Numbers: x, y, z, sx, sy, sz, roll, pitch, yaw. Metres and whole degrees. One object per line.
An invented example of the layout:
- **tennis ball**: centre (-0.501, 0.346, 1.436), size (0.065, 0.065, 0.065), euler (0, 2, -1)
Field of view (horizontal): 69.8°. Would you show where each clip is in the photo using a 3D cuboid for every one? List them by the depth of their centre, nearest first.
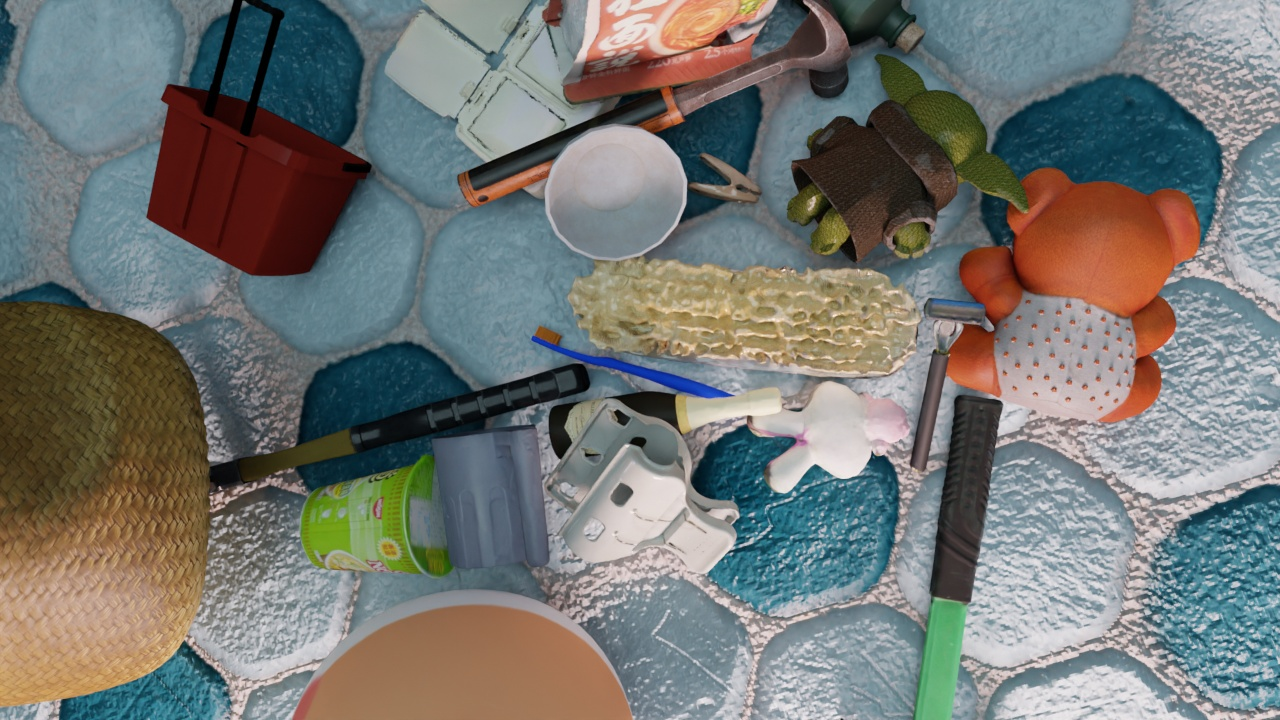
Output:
- **clip**: centre (0.001, 0.116, 0.705), size (0.152, 0.095, 0.126), euler (38, 129, 2)
- **clip**: centre (0.070, -0.150, 0.744), size (0.061, 0.024, 0.041), euler (11, 93, 1)

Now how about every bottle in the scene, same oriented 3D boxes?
- **bottle**: centre (0.164, -0.287, 0.709), size (0.131, 0.061, 0.061), euler (43, 97, 7)
- **bottle**: centre (0.020, 0.045, 0.731), size (0.185, 0.045, 0.045), euler (-9, 87, 12)

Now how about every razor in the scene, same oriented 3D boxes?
- **razor**: centre (0.222, 0.020, 0.693), size (0.043, 0.022, 0.144), euler (8, 116, 8)

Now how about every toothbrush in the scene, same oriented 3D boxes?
- **toothbrush**: centre (-0.004, 0.005, 0.756), size (0.182, 0.016, 0.018), euler (17, 87, 9)

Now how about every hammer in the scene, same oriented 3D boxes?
- **hammer**: centre (0.004, -0.192, 0.695), size (0.315, 0.138, 0.035), euler (-20, 71, 9)
- **hammer**: centre (0.237, 0.186, 0.707), size (0.130, 0.032, 0.318), euler (9, 90, 10)
- **hammer**: centre (-0.205, 0.057, 0.751), size (0.333, 0.118, 0.025), euler (-16, 89, 4)

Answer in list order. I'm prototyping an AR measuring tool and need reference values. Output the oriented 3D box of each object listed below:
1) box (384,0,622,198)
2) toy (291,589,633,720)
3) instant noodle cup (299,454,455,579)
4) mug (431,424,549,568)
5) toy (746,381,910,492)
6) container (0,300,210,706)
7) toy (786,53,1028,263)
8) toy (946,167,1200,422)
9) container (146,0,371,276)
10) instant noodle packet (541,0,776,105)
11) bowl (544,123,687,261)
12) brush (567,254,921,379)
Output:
- **box**: centre (-0.113, -0.242, 0.762), size (0.184, 0.050, 0.143), euler (37, 95, 7)
- **toy**: centre (-0.128, 0.301, 0.643), size (0.265, 0.281, 0.262), euler (-3, 88, -11)
- **instant noodle cup**: centre (-0.214, 0.134, 0.755), size (0.108, 0.098, 0.099), euler (-9, 88, 17)
- **mug**: centre (-0.109, 0.106, 0.724), size (0.083, 0.124, 0.104), euler (-6, 89, -34)
- **toy**: centre (0.148, 0.057, 0.720), size (0.123, 0.038, 0.079), euler (-13, 75, 9)
- **container**: centre (-0.455, 0.109, 0.693), size (0.308, 0.196, 0.307), euler (-2, 87, 48)
- **toy**: centre (0.186, -0.141, 0.694), size (0.153, 0.078, 0.179), euler (-32, 61, 3)
- **toy**: centre (0.317, -0.047, 0.673), size (0.164, 0.092, 0.172), euler (15, 104, 12)
- **container**: centre (-0.307, -0.184, 0.753), size (0.148, 0.127, 0.201), euler (28, 103, 8)
- **instant noodle packet**: centre (0.028, -0.269, 0.632), size (0.164, 0.221, 0.084), euler (-13, 86, -13)
- **bowl**: centre (-0.021, -0.131, 0.690), size (0.106, 0.039, 0.106), euler (-5, 125, -8)
- **brush**: centre (0.081, -0.036, 0.722), size (0.271, 0.056, 0.083), euler (7, 87, 9)
